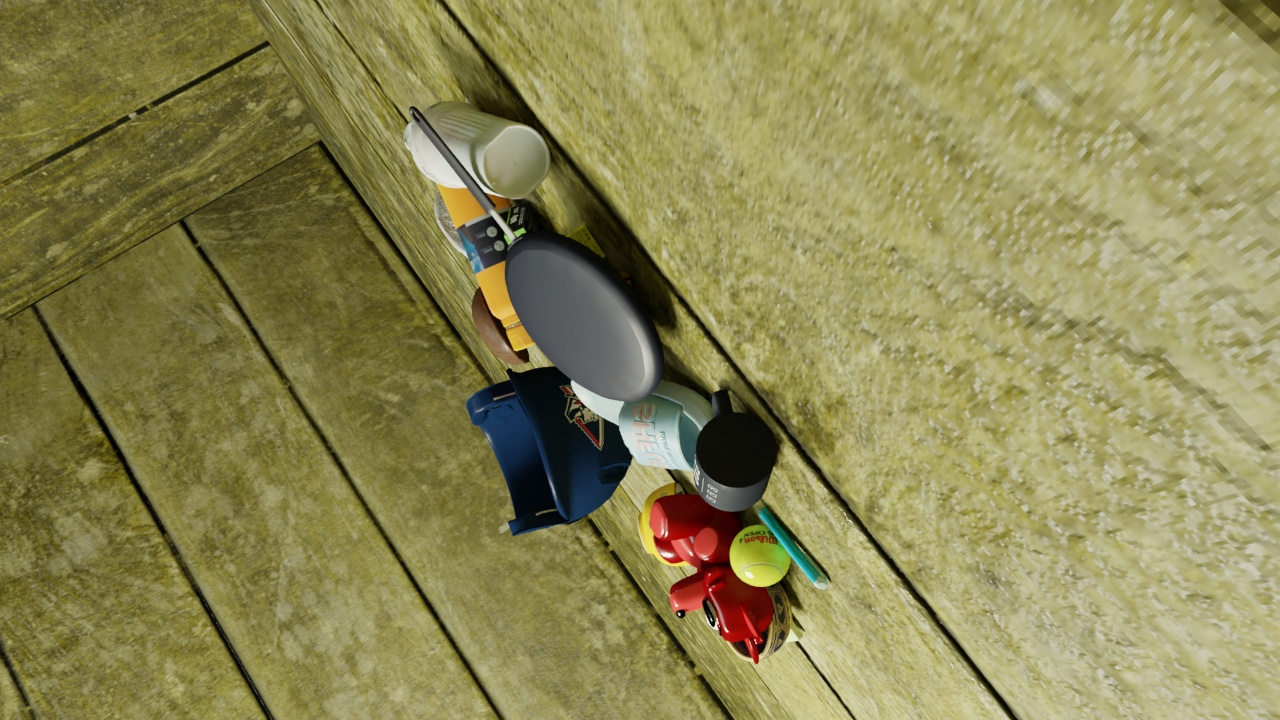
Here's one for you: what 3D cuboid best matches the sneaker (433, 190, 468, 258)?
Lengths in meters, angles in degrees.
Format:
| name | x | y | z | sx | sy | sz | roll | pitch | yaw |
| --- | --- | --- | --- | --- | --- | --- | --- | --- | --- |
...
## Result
| name | x | y | z | sx | sy | sz | roll | pitch | yaw |
| --- | --- | --- | --- | --- | --- | --- | --- | --- | --- |
| sneaker | -0.186 | -0.140 | 1.243 | 0.235 | 0.089 | 0.087 | 52 | 173 | -4 |

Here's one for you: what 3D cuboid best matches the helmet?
| name | x | y | z | sx | sy | sz | roll | pitch | yaw |
| --- | --- | --- | --- | --- | --- | --- | --- | --- | --- |
| helmet | -0.119 | 0.113 | 1.301 | 0.272 | 0.223 | 0.232 | 65 | -177 | -75 |

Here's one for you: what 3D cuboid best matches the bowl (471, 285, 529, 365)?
| name | x | y | z | sx | sy | sz | roll | pitch | yaw |
| --- | --- | --- | --- | --- | --- | --- | --- | --- | --- |
| bowl | -0.188 | -0.040 | 1.193 | 0.118 | 0.030 | 0.117 | 59 | -174 | -12 |

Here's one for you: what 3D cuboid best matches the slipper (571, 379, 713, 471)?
| name | x | y | z | sx | sy | sz | roll | pitch | yaw |
| --- | --- | --- | --- | --- | --- | --- | --- | --- | --- |
| slipper | 0.005 | 0.070 | 0.990 | 0.246 | 0.074 | 0.104 | 21 | 149 | 43 |

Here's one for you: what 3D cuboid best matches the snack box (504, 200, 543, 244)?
| name | x | y | z | sx | sy | sz | roll | pitch | yaw |
| --- | --- | --- | --- | --- | --- | --- | --- | --- | --- |
| snack box | -0.115 | -0.109 | 1.103 | 0.080 | 0.025 | 0.148 | -94 | -19 | -58 |

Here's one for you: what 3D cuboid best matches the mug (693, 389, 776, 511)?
| name | x | y | z | sx | sy | sz | roll | pitch | yaw |
| --- | --- | --- | --- | --- | --- | --- | --- | --- | --- |
| mug | 0.082 | 0.079 | 0.846 | 0.077 | 0.071 | 0.105 | 85 | 175 | -66 |

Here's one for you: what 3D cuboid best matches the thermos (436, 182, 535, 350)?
| name | x | y | z | sx | sy | sz | roll | pitch | yaw |
| --- | --- | --- | --- | --- | --- | --- | --- | --- | --- |
| thermos | -0.170 | -0.131 | 1.144 | 0.232 | 0.076 | 0.091 | 67 | -154 | -6 |

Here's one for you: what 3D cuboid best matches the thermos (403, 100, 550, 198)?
| name | x | y | z | sx | sy | sz | roll | pitch | yaw |
| --- | --- | --- | --- | --- | --- | --- | --- | --- | --- |
| thermos | -0.171 | -0.219 | 0.968 | 0.220 | 0.099 | 0.099 | 31 | 153 | 54 |

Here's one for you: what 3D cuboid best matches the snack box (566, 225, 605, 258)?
| name | x | y | z | sx | sy | sz | roll | pitch | yaw |
| --- | --- | --- | --- | --- | --- | --- | --- | --- | --- |
| snack box | -0.070 | -0.108 | 1.006 | 0.040 | 0.029 | 0.148 | 56 | 168 | 0 |

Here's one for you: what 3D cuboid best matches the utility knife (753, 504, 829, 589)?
| name | x | y | z | sx | sy | sz | roll | pitch | yaw |
| --- | --- | --- | --- | --- | --- | --- | --- | --- | --- |
| utility knife | 0.154 | 0.188 | 0.961 | 0.123 | 0.015 | 0.022 | 50 | -164 | 29 |

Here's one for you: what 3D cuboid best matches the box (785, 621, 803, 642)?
| name | x | y | z | sx | sy | sz | roll | pitch | yaw |
| --- | --- | --- | --- | --- | --- | --- | --- | --- | --- |
| box | 0.138 | 0.301 | 1.248 | 0.187 | 0.047 | 0.141 | 55 | 165 | 3 |

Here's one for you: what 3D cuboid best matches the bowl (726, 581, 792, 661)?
| name | x | y | z | sx | sy | sz | roll | pitch | yaw |
| --- | --- | --- | --- | --- | --- | --- | --- | --- | --- |
| bowl | 0.152 | 0.313 | 1.149 | 0.112 | 0.061 | 0.112 | 10 | 102 | 59 |

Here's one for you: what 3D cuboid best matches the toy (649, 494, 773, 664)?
| name | x | y | z | sx | sy | sz | roll | pitch | yaw |
| --- | --- | --- | --- | --- | --- | --- | --- | --- | --- |
| toy | 0.087 | 0.255 | 1.077 | 0.158 | 0.120 | 0.197 | 86 | 160 | -61 |

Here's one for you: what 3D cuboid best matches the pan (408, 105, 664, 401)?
| name | x | y | z | sx | sy | sz | roll | pitch | yaw |
| --- | --- | --- | --- | --- | --- | --- | --- | --- | --- |
| pan | -0.109 | -0.098 | 0.887 | 0.356 | 0.021 | 0.199 | 52 | 149 | -8 |

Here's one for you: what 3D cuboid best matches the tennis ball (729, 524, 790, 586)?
| name | x | y | z | sx | sy | sz | roll | pitch | yaw |
| --- | --- | --- | --- | --- | --- | --- | --- | --- | --- |
| tennis ball | 0.129 | 0.210 | 0.987 | 0.065 | 0.065 | 0.065 | 52 | 167 | 17 |

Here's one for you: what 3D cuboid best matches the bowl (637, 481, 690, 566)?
| name | x | y | z | sx | sy | sz | roll | pitch | yaw |
| --- | --- | --- | --- | --- | --- | --- | --- | --- | --- |
| bowl | 0.036 | 0.236 | 1.293 | 0.117 | 0.068 | 0.117 | -16 | -91 | -81 |

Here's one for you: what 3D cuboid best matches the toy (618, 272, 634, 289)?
| name | x | y | z | sx | sy | sz | roll | pitch | yaw |
| --- | --- | --- | --- | --- | --- | --- | --- | --- | --- |
| toy | -0.026 | -0.045 | 0.924 | 0.087 | 0.067 | 0.112 | -44 | 67 | 54 |
